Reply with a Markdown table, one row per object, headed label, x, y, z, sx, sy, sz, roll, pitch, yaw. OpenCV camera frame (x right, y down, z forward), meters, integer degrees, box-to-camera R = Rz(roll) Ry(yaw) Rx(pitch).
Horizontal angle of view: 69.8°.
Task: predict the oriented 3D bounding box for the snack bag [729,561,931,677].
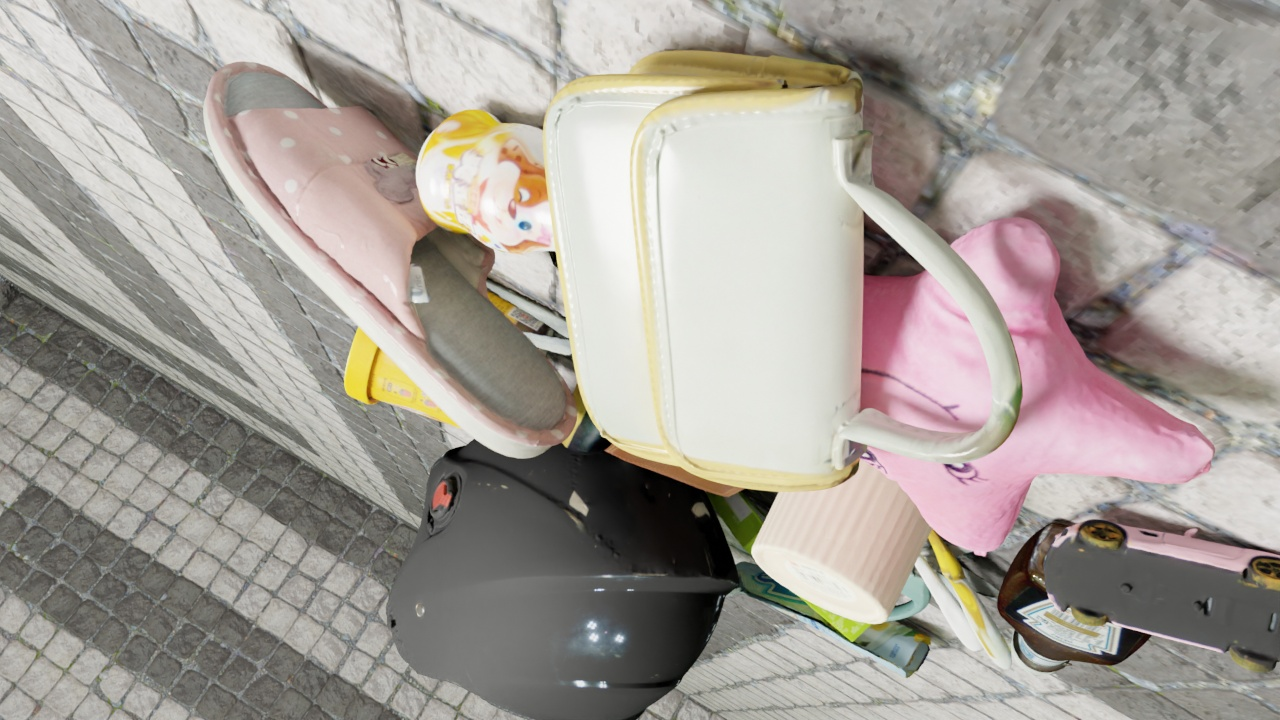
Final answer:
| label | x | y | z | sx | sy | sz | roll | pitch | yaw |
| --- | --- | --- | --- | --- | --- | --- | --- | --- | --- |
| snack bag | 0.164 | 0.228 | 0.840 | 0.191 | 0.039 | 0.110 | 20 | -169 | 30 |

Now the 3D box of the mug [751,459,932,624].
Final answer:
| label | x | y | z | sx | sy | sz | roll | pitch | yaw |
| --- | --- | --- | --- | --- | --- | --- | --- | --- | --- |
| mug | 0.114 | 0.081 | 0.514 | 0.081 | 0.105 | 0.115 | 35 | 159 | -7 |

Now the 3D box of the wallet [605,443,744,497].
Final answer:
| label | x | y | z | sx | sy | sz | roll | pitch | yaw |
| --- | --- | --- | --- | --- | --- | --- | --- | --- | --- |
| wallet | 0.037 | 0.052 | 0.590 | 0.101 | 0.032 | 0.125 | 22 | 157 | -8 |

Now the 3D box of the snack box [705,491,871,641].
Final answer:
| label | x | y | z | sx | sy | sz | roll | pitch | yaw |
| --- | --- | --- | --- | --- | --- | --- | --- | --- | --- |
| snack box | 0.121 | 0.164 | 0.755 | 0.156 | 0.026 | 0.086 | 43 | -177 | -29 |

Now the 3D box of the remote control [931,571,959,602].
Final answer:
| label | x | y | z | sx | sy | sz | roll | pitch | yaw |
| --- | --- | --- | --- | --- | --- | --- | --- | --- | --- |
| remote control | 0.183 | 0.152 | 0.695 | 0.136 | 0.020 | 0.056 | 0 | 144 | 50 |

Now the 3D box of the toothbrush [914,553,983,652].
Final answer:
| label | x | y | z | sx | sy | sz | roll | pitch | yaw |
| --- | --- | --- | --- | --- | --- | --- | --- | --- | --- |
| toothbrush | 0.191 | 0.146 | 0.601 | 0.016 | 0.016 | 0.180 | -19 | 127 | 29 |

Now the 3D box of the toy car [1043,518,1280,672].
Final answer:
| label | x | y | z | sx | sy | sz | roll | pitch | yaw |
| --- | --- | --- | --- | --- | --- | --- | --- | --- | --- |
| toy car | 0.264 | 0.110 | 0.449 | 0.122 | 0.037 | 0.056 | 10 | 114 | 29 |

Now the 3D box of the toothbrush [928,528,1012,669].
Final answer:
| label | x | y | z | sx | sy | sz | roll | pitch | yaw |
| --- | --- | --- | --- | --- | --- | --- | --- | --- | --- |
| toothbrush | 0.201 | 0.141 | 0.589 | 0.016 | 0.018 | 0.191 | -15 | 120 | 36 |

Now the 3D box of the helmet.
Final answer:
| label | x | y | z | sx | sy | sz | roll | pitch | yaw |
| --- | --- | --- | --- | --- | --- | --- | --- | --- | --- |
| helmet | -0.051 | 0.147 | 0.726 | 0.233 | 0.231 | 0.274 | 18 | -141 | -45 |

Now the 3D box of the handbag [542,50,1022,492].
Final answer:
| label | x | y | z | sx | sy | sz | roll | pitch | yaw |
| --- | --- | --- | --- | --- | --- | --- | --- | --- | --- |
| handbag | 0.049 | -0.024 | 0.340 | 0.179 | 0.063 | 0.163 | 15 | 124 | 34 |

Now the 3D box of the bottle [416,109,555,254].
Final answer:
| label | x | y | z | sx | sy | sz | roll | pitch | yaw |
| --- | --- | --- | --- | --- | --- | --- | --- | --- | --- |
| bottle | -0.055 | -0.082 | 0.448 | 0.108 | 0.063 | 0.063 | 22 | 157 | 23 |

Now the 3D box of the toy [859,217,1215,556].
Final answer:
| label | x | y | z | sx | sy | sz | roll | pitch | yaw |
| --- | --- | --- | --- | --- | --- | --- | --- | --- | --- |
| toy | 0.132 | 0.019 | 0.386 | 0.195 | 0.074 | 0.178 | 8 | 134 | 51 |

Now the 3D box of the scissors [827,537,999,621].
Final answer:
| label | x | y | z | sx | sy | sz | roll | pitch | yaw |
| --- | --- | --- | --- | --- | --- | --- | --- | --- | --- |
| scissors | 0.154 | 0.130 | 0.633 | 0.171 | 0.019 | 0.170 | 32 | 139 | -3 |

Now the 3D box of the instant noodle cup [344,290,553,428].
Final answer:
| label | x | y | z | sx | sy | sz | roll | pitch | yaw |
| --- | --- | --- | --- | --- | --- | --- | --- | --- | --- |
| instant noodle cup | -0.133 | -0.006 | 0.663 | 0.114 | 0.118 | 0.119 | 23 | 159 | 0 |

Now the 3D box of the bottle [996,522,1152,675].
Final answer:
| label | x | y | z | sx | sy | sz | roll | pitch | yaw |
| --- | --- | --- | --- | --- | --- | --- | --- | --- | --- |
| bottle | 0.264 | 0.160 | 0.572 | 0.080 | 0.044 | 0.195 | 23 | 158 | 24 |

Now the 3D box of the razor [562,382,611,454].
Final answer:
| label | x | y | z | sx | sy | sz | roll | pitch | yaw |
| --- | --- | --- | --- | --- | --- | --- | --- | --- | --- |
| razor | -0.010 | -0.002 | 0.501 | 0.067 | 0.062 | 0.168 | 45 | 140 | 14 |

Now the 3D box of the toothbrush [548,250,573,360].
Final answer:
| label | x | y | z | sx | sy | sz | roll | pitch | yaw |
| --- | --- | --- | --- | --- | --- | --- | --- | --- | --- |
| toothbrush | -0.038 | -0.019 | 0.615 | 0.027 | 0.026 | 0.213 | 40 | 162 | 21 |

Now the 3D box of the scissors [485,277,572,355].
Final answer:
| label | x | y | z | sx | sy | sz | roll | pitch | yaw |
| --- | --- | --- | --- | --- | --- | --- | --- | --- | --- |
| scissors | 0.003 | 0.000 | 0.572 | 0.228 | 0.021 | 0.221 | -4 | 145 | 46 |

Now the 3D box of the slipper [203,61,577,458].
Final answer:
| label | x | y | z | sx | sy | sz | roll | pitch | yaw |
| --- | --- | --- | --- | --- | --- | --- | --- | --- | --- |
| slipper | -0.126 | -0.064 | 0.490 | 0.055 | 0.114 | 0.274 | -43 | 84 | 26 |
